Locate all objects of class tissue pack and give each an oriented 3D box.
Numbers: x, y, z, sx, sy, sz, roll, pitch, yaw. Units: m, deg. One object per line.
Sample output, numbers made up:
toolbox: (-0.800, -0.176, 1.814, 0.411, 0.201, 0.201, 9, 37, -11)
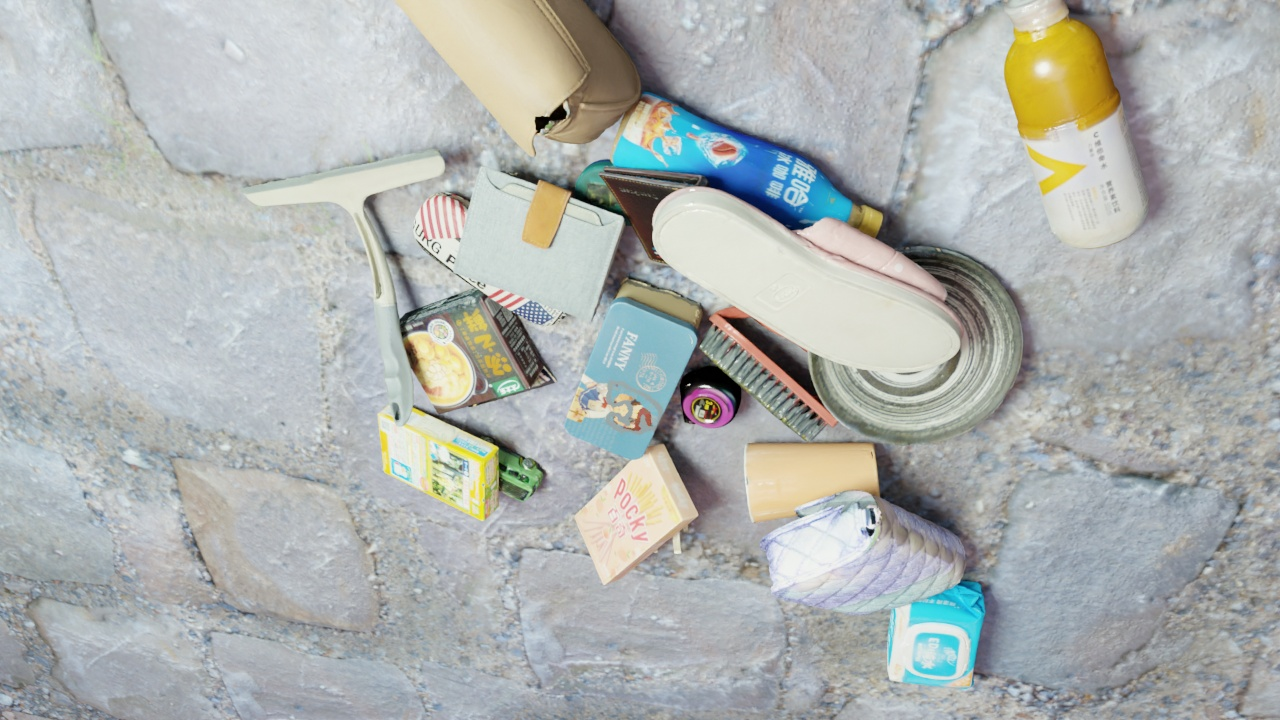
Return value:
tissue pack: (0.311, 0.290, 0.971, 0.090, 0.063, 0.140, 3, 124, 13)

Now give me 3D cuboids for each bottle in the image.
bottle: (0.086, -0.144, 0.730, 0.218, 0.065, 0.065, 23, 126, -2)
bottle: (0.305, -0.171, 0.652, 0.068, 0.067, 0.189, -19, 117, 25)

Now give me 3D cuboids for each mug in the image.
mug: (0.166, 0.114, 0.885, 0.123, 0.078, 0.078, -6, 122, 12)

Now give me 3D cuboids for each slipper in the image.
slipper: (0.134, -0.066, 0.721, 0.274, 0.054, 0.114, 23, 145, -16)

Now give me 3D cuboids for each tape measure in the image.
tape measure: (0.067, 0.034, 0.874, 0.058, 0.039, 0.057, 2, 124, 19)
tape measure: (-0.029, -0.143, 0.785, 0.054, 0.025, 0.058, 4, 124, 10)

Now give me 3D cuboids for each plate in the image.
plate: (0.234, -0.012, 0.790, 0.179, 0.024, 0.180, 3, 111, 7)

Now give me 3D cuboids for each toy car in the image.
toy car: (-0.151, 0.118, 0.991, 0.091, 0.036, 0.043, 30, 127, -2)

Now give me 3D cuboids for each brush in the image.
brush: (0.120, 0.003, 0.830, 0.146, 0.063, 0.069, 40, 94, -13)

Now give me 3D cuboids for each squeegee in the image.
squeegee: (-0.244, -0.058, 0.857, 0.247, 0.039, 0.247, -3, 107, 29)

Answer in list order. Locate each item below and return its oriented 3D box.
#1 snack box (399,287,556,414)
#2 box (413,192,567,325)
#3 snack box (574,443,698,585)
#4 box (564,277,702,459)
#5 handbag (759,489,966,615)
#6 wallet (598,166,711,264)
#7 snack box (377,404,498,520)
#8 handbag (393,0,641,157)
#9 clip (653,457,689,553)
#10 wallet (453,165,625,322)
snack box: (-0.164, -0.004, 0.905, 0.113, 0.053, 0.126, -16, 113, 24)
box: (-0.131, -0.094, 0.840, 0.164, 0.057, 0.071, 36, 140, -9)
snack box: (-0.008, 0.161, 0.948, 0.158, 0.026, 0.084, -48, 59, 41)
box: (-0.005, 0.005, 0.861, 0.090, 0.059, 0.185, 20, 128, -1)
handbag: (0.210, 0.184, 0.871, 0.134, 0.075, 0.193, -29, 145, 29)
wallet: (0.029, -0.113, 0.748, 0.096, 0.020, 0.122, 12, 157, 28)
snack box: (-0.215, 0.106, 0.978, 0.140, 0.033, 0.087, 22, 129, 23)
handbag: (-0.097, -0.240, 0.657, 0.100, 0.147, 0.204, -36, 100, 29)
clip: (0.026, 0.160, 0.955, 0.035, 0.092, 0.103, 2, 135, 15)
wallet: (-0.086, -0.099, 0.780, 0.130, 0.036, 0.107, 20, 116, 0)
